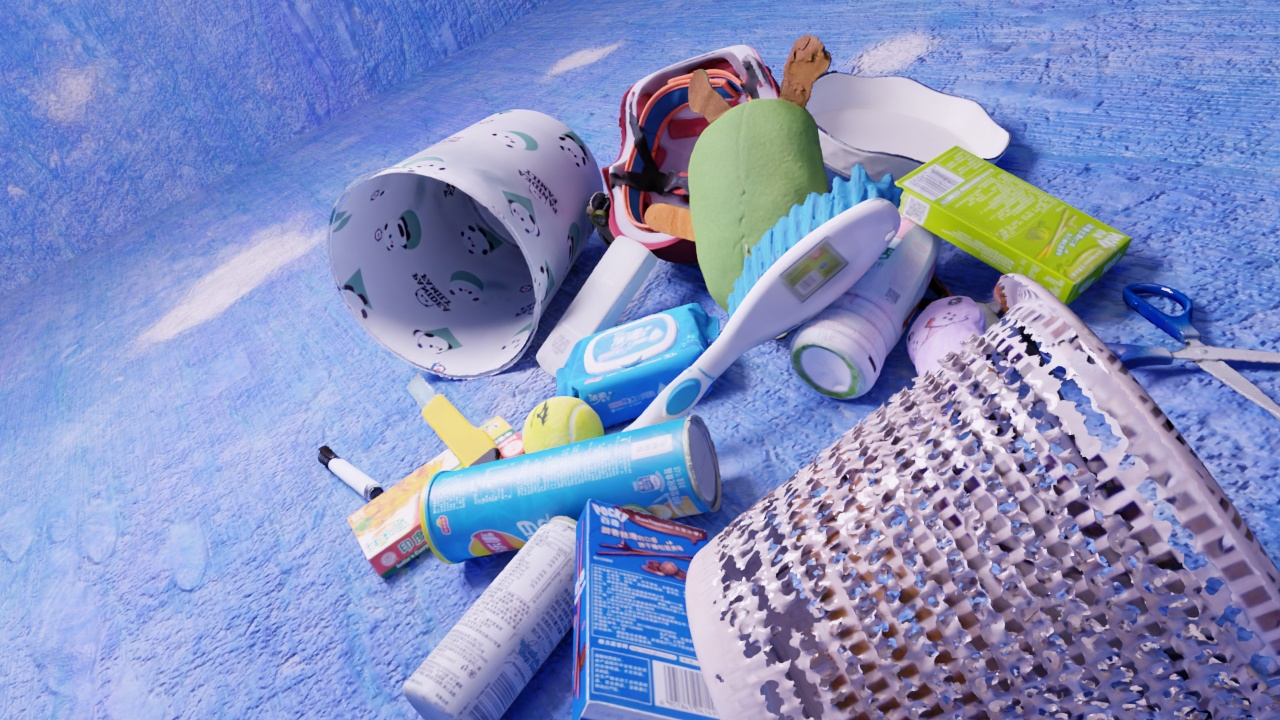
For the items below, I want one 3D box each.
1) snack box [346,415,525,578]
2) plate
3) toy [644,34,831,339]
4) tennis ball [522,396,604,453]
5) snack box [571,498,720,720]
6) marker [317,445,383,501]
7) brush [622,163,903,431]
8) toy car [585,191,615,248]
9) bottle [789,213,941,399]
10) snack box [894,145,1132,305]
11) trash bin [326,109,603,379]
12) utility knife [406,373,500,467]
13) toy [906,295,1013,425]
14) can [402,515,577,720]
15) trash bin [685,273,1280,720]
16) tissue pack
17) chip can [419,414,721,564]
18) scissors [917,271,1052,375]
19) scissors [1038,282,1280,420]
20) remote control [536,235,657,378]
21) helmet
[{"bbox_3d":[-0.163,0.110,0.763,0.155,0.027,0.077,-35,30,-16],"label":"snack box"},{"bbox_3d":[0.247,-0.222,0.892,0.205,0.046,0.204,5,38,-4],"label":"plate"},{"bbox_3d":[0.102,-0.140,0.788,0.227,0.246,0.089,-1,1,34],"label":"toy"},{"bbox_3d":[-0.061,0.061,0.728,0.065,0.065,0.065,-18,31,11],"label":"tennis ball"},{"bbox_3d":[0.005,0.149,0.533,0.084,0.026,0.157,17,29,-13],"label":"snack box"},{"bbox_3d":[-0.274,0.105,0.859,0.018,0.023,0.131,-35,30,-28],"label":"marker"},{"bbox_3d":[0.069,-0.019,0.689,0.315,0.060,0.109,-41,17,24],"label":"brush"},{"bbox_3d":[-0.026,-0.142,0.998,0.035,0.090,0.042,-27,27,37],"label":"toy car"},{"bbox_3d":[0.188,-0.058,0.713,0.068,0.068,0.196,8,49,43],"label":"bottle"},{"bbox_3d":[0.277,-0.106,0.696,0.085,0.026,0.156,-33,56,-30],"label":"snack box"},{"bbox_3d":[-0.165,-0.141,0.986,0.230,0.230,0.251,-9,28,26],"label":"trash bin"},{"bbox_3d":[-0.170,0.052,0.815,0.033,0.015,0.219,-35,33,-15],"label":"utility knife"},{"bbox_3d":[0.213,-0.003,0.635,0.084,0.039,0.107,-40,25,31],"label":"toy"},{"bbox_3d":[-0.080,0.168,0.580,0.058,0.058,0.146,6,42,42],"label":"can"},{"bbox_3d":[0.135,0.107,0.391,0.192,0.227,0.227,-32,28,13],"label":"trash bin"},{"bbox_3d":[-0.005,0.005,0.788,0.157,0.052,0.094,-19,30,11],"label":"tissue pack"},{"bbox_3d":[-0.051,0.095,0.663,0.210,0.071,0.071,-14,32,17],"label":"chip can"},{"bbox_3d":[0.256,-0.044,0.708,0.225,0.015,0.189,-43,33,-25],"label":"scissors"},{"bbox_3d":[0.342,-0.008,0.584,0.162,0.012,0.175,-7,31,13],"label":"scissors"},{"bbox_3d":[-0.042,-0.047,0.867,0.150,0.021,0.058,-56,40,2],"label":"remote control"},{"bbox_3d":[0.074,-0.192,0.952,0.207,0.144,0.239,-6,64,40],"label":"helmet"}]
